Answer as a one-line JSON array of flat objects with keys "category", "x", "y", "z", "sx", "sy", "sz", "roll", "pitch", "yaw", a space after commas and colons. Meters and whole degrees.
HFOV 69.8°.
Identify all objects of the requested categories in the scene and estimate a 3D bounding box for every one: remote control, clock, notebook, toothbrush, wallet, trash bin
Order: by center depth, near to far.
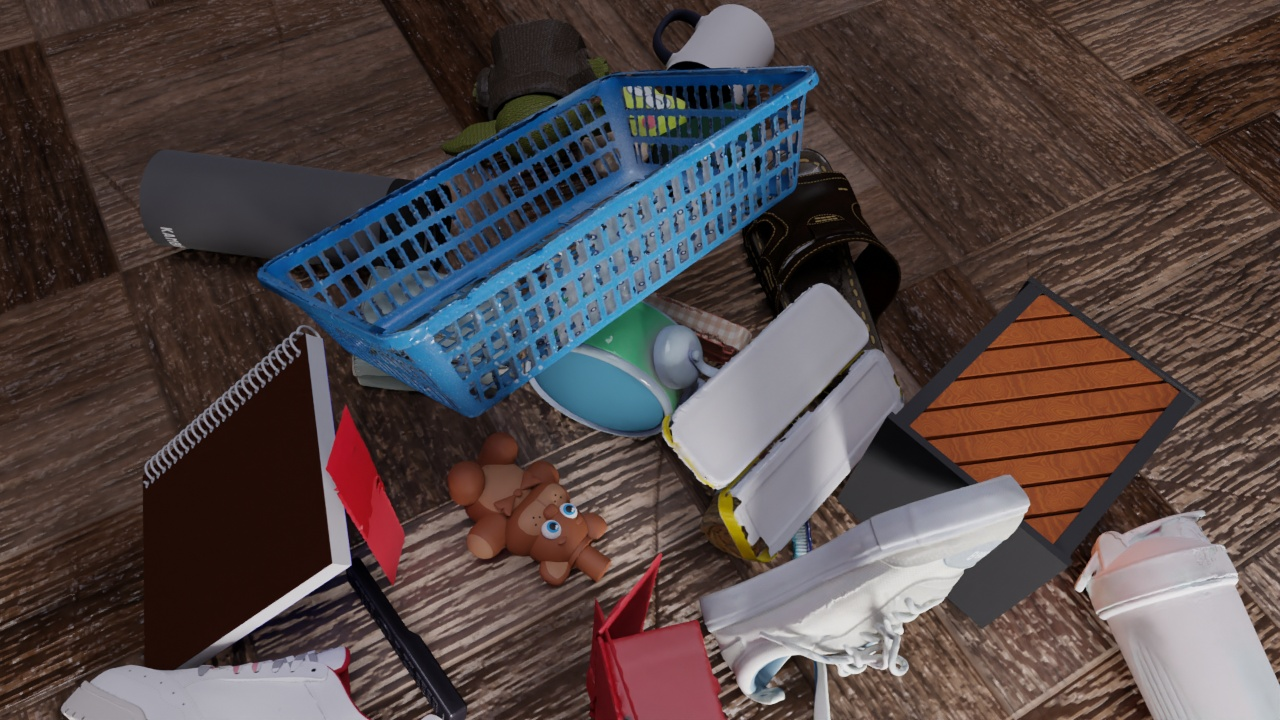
[{"category": "notebook", "x": -0.273, "y": 0.099, "z": 0.614, "sx": 0.210, "sy": 0.022, "sz": 0.171, "roll": -34, "pitch": 57, "yaw": 26}, {"category": "remote control", "x": -0.164, "y": 0.193, "z": 0.635, "sx": 0.015, "sy": 0.032, "sz": 0.136, "roll": -28, "pitch": 64, "yaw": -31}, {"category": "toothbrush", "x": 0.122, "y": 0.202, "z": 0.656, "sx": 0.017, "sy": 0.016, "sz": 0.188, "roll": -4, "pitch": 58, "yaw": 6}, {"category": "trash bin", "x": 0.268, "y": 0.068, "z": 0.672, "sx": 0.171, "sy": 0.140, "sz": 0.140, "roll": -39, "pitch": 68, "yaw": -23}, {"category": "clock", "x": -0.004, "y": 0.004, "z": 0.700, "sx": 0.162, "sy": 0.122, "sz": 0.075, "roll": 13, "pitch": 59, "yaw": 18}, {"category": "wallet", "x": -0.164, "y": -0.024, "z": 0.752, "sx": 0.131, "sy": 0.054, "sz": 0.100, "roll": 5, "pitch": 68, "yaw": -5}]

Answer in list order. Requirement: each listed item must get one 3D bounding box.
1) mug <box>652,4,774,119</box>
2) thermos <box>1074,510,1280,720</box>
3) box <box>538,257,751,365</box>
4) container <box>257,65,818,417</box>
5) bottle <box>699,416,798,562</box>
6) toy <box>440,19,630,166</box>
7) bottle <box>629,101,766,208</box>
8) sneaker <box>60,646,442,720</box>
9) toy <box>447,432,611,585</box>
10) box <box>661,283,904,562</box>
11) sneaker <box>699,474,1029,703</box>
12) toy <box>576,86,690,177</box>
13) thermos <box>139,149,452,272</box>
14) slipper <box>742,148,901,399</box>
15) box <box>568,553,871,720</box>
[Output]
[{"category": "mug", "x": 0.065, "y": -0.302, "z": 0.913, "sx": 0.112, "sy": 0.079, "sz": 0.096, "roll": 35, "pitch": 61, "yaw": -5}, {"category": "thermos", "x": 0.379, "y": 0.218, "z": 0.618, "sx": 0.099, "sy": 0.099, "sz": 0.220, "roll": -8, "pitch": 63, "yaw": -9}, {"category": "box", "x": 0.006, "y": -0.039, "z": 0.765, "sx": 0.187, "sy": 0.083, "sz": 0.042, "roll": 23, "pitch": 75, "yaw": 8}, {"category": "container", "x": -0.066, "y": -0.100, "z": 0.672, "sx": 0.361, "sy": 0.089, "sz": 0.257, "roll": -37, "pitch": 33, "yaw": -25}, {"category": "bottle", "x": 0.091, "y": 0.094, "z": 0.695, "sx": 0.056, "sy": 0.056, "sz": 0.105, "roll": 25, "pitch": 61, "yaw": 11}, {"category": "toy", "x": -0.098, "y": -0.255, "z": 0.880, "sx": 0.179, "sy": 0.078, "sz": 0.152, "roll": -7, "pitch": 64, "yaw": 12}, {"category": "bottle", "x": 0.048, "y": -0.184, "z": 0.857, "sx": 0.131, "sy": 0.061, "sz": 0.061, "roll": -30, "pitch": 63, "yaw": -20}, {"category": "sneaker", "x": -0.231, "y": 0.227, "z": 0.583, "sx": 0.237, "sy": 0.090, "sz": 0.104, "roll": 15, "pitch": 50, "yaw": 7}, {"category": "toy", "x": -0.077, "y": 0.114, "z": 0.669, "sx": 0.128, "sy": 0.065, "sz": 0.094, "roll": 33, "pitch": 49, "yaw": 12}, {"category": "box", "x": 0.113, "y": 0.039, "z": 0.671, "sx": 0.209, "sy": 0.036, "sz": 0.129, "roll": -39, "pitch": 99, "yaw": -33}, {"category": "sneaker", "x": 0.146, "y": 0.153, "z": 0.585, "sx": 0.089, "sy": 0.243, "sz": 0.090, "roll": 1, "pitch": 60, "yaw": -50}, {"category": "toy", "x": -0.011, "y": -0.223, "z": 0.888, "sx": 0.092, "sy": 0.046, "sz": 0.115, "roll": 36, "pitch": 71, "yaw": 18}, {"category": "thermos", "x": -0.290, "y": -0.125, "z": 0.789, "sx": 0.240, "sy": 0.082, "sz": 0.082, "roll": 7, "pitch": 59, "yaw": 1}, {"category": "slipper", "x": 0.157, "y": -0.089, "z": 0.798, "sx": 0.113, "sy": 0.076, "sz": 0.267, "roll": -3, "pitch": 59, "yaw": -6}, {"category": "box", "x": 0.014, "y": 0.233, "z": 0.514, "sx": 0.164, "sy": 0.215, "sz": 0.152, "roll": 29, "pitch": 60, "yaw": 12}]
